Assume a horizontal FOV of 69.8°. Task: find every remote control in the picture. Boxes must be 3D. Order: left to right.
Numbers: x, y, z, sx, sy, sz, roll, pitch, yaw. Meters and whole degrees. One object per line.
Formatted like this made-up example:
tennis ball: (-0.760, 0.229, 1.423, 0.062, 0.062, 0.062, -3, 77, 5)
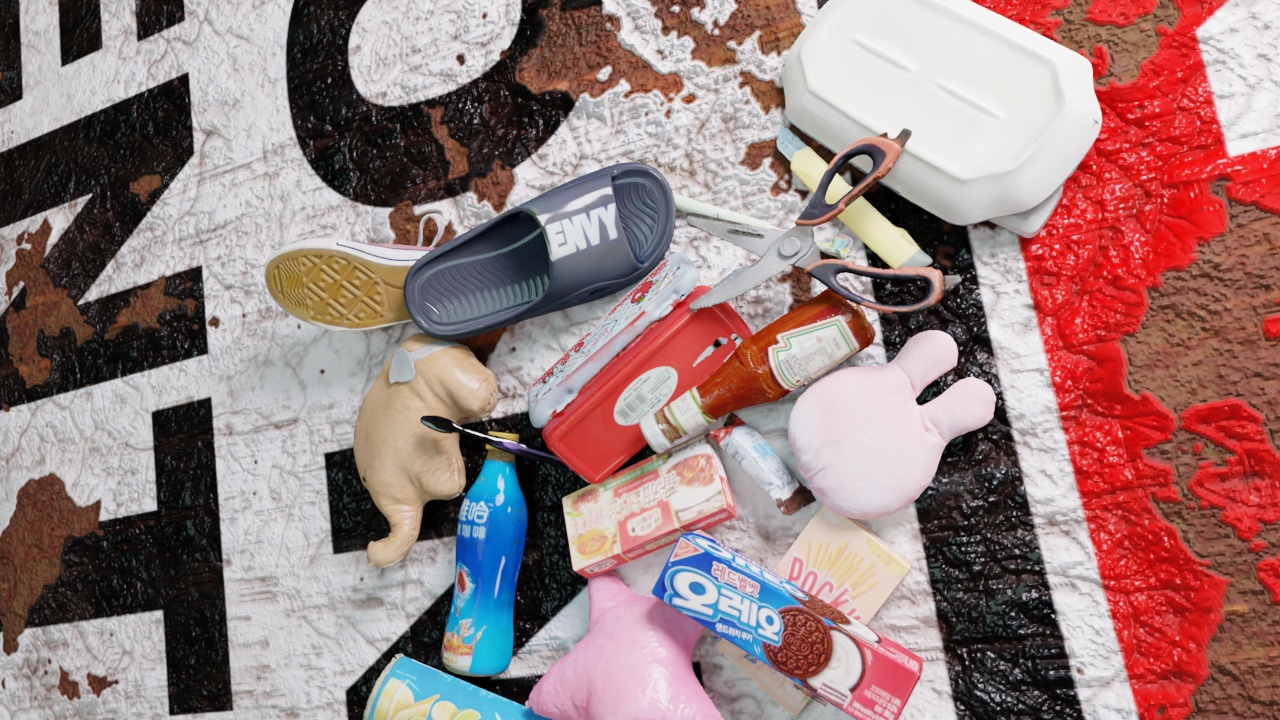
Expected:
remote control: (0.269, -0.145, 0.733, 0.125, 0.024, 0.049, 32, 93, 24)

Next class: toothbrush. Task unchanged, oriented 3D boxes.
toothbrush: (-0.109, 0.082, 0.835, 0.189, 0.017, 0.014, 18, 72, -5)
toothbrush: (0.094, -0.124, 0.809, 0.190, 0.029, 0.020, 20, 133, 25)

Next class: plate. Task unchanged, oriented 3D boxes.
plate: (0.229, -0.221, 0.736, 0.266, 0.034, 0.162, 43, 98, 28)

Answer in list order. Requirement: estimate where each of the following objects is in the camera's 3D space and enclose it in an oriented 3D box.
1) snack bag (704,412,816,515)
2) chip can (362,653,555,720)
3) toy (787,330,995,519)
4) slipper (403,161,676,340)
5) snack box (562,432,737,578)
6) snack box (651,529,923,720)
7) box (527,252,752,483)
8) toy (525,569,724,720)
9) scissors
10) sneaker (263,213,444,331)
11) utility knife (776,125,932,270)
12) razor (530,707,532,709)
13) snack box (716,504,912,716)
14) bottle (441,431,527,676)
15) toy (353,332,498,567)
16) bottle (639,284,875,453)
snack bag: (0.101, 0.086, 0.772, 0.105, 0.045, 0.026, 46, 129, 22)
chip can: (-0.130, 0.328, 0.798, 0.210, 0.071, 0.071, 19, 92, 8)
toy: (0.196, 0.051, 0.728, 0.160, 0.054, 0.121, -35, 74, 11)
slipper: (-0.092, -0.089, 0.818, 0.268, 0.083, 0.111, -22, 99, 5)
snack box: (0.005, 0.128, 0.802, 0.153, 0.025, 0.075, -26, 52, 18)
snack box: (0.111, 0.207, 0.713, 0.207, 0.057, 0.058, 27, 95, 20)
box: (-0.004, 0.006, 0.823, 0.201, 0.100, 0.094, -42, 114, 8)
toy: (-0.015, 0.256, 0.766, 0.179, 0.075, 0.194, -16, 45, 9)
scissors: (0.139, -0.090, 0.725, 0.225, 0.015, 0.189, -40, 71, 13)
sneaker: (-0.244, -0.082, 0.912, 0.241, 0.087, 0.118, 0, 108, 3)
utility knife: (0.173, -0.137, 0.776, 0.031, 0.019, 0.178, -44, 76, 9)
razor: (-0.069, 0.298, 0.830, 0.043, 0.028, 0.133, 45, 104, 17)
snack box: (0.140, 0.201, 0.750, 0.084, 0.026, 0.157, 38, 100, 22)
bottle: (-0.139, 0.176, 0.851, 0.065, 0.065, 0.218, 6, 86, 23)
toy: (-0.222, 0.083, 0.888, 0.143, 0.082, 0.226, 27, 98, 35)
bottle: (0.093, 0.012, 0.761, 0.206, 0.059, 0.059, -32, 73, 10)
